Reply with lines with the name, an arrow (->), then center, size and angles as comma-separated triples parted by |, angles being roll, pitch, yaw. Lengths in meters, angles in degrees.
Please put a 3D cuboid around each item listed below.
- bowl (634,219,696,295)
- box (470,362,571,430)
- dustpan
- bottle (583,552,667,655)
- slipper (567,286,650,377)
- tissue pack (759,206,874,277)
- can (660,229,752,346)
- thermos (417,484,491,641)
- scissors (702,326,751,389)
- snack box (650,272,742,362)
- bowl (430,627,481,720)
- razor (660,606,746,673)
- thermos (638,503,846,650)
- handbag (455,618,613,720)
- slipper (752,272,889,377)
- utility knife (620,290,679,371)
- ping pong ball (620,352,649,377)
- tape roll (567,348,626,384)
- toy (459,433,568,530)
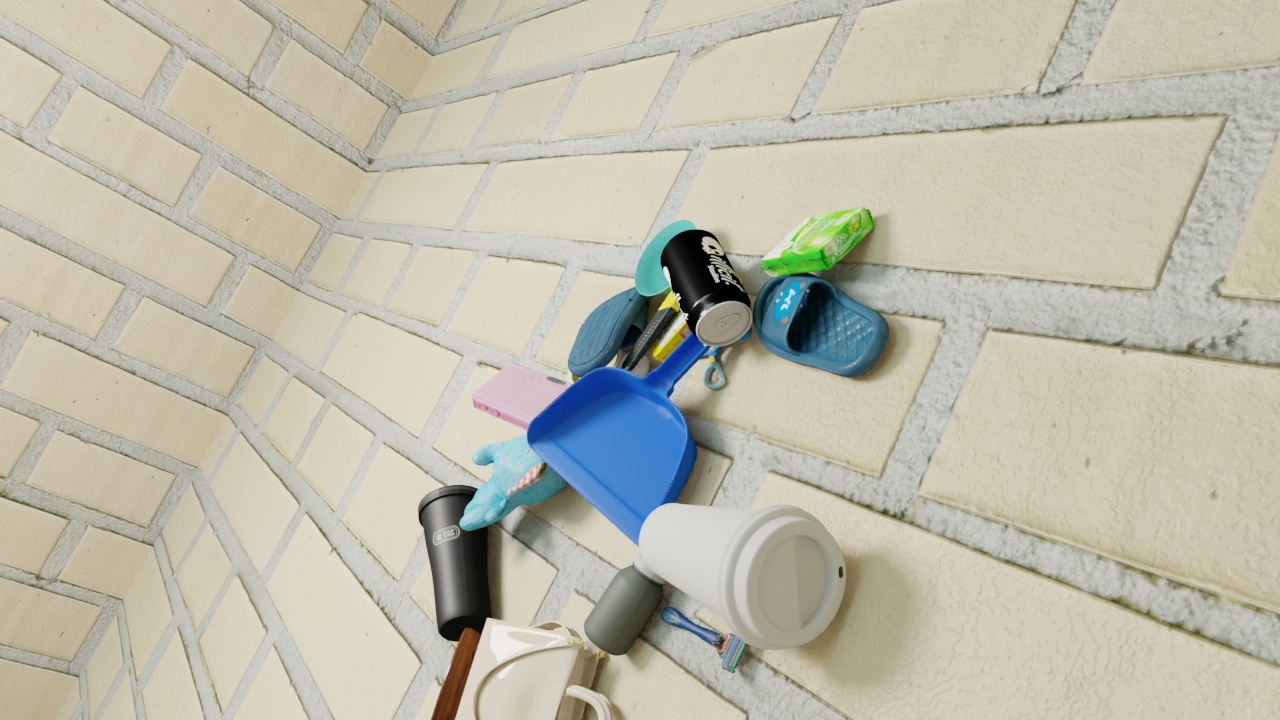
bowl -> 0.050, -0.133, 1.289 | 0.121, 0.046, 0.121 | -33, 40, 33
box -> -0.132, 0.067, 1.288 | 0.233, 0.041, 0.098 | 17, 48, 37
dustpan -> 0.009, 0.064, 1.136 | 0.257, 0.059, 0.245 | -45, 51, -11
bottle -> -0.013, 0.273, 1.030 | 0.108, 0.060, 0.060 | -56, 33, 3
slipper -> -0.041, -0.038, 1.293 | 0.104, 0.059, 0.213 | -18, 27, 32
tissue pack -> 0.204, -0.136, 1.066 | 0.113, 0.034, 0.100 | -43, 23, -30
can -> 0.080, -0.092, 1.129 | 0.080, 0.080, 0.146 | -43, 43, 22
thermos -> -0.260, 0.287, 1.315 | 0.106, 0.105, 0.218 | -42, 41, 24
scissors -> 0.094, -0.008, 1.164 | 0.126, 0.016, 0.125 | -18, 47, 50
snack box -> 0.068, -0.069, 1.226 | 0.152, 0.025, 0.075 | -48, 27, 15
bowl -> -0.210, 0.417, 1.148 | 0.147, 0.069, 0.147 | -173, 101, -89
razor -> 0.065, 0.283, 0.957 | 0.141, 0.018, 0.043 | 7, 67, 59
thermos -> 0.087, 0.198, 0.912 | 0.222, 0.131, 0.131 | 1, 64, 61
handbag -> -0.110, 0.397, 1.040 | 0.198, 0.101, 0.194 | -4, 60, 38
slipper -> 0.189, -0.043, 1.023 | 0.104, 0.059, 0.214 | -58, 34, 5
utility knife -> 0.015, -0.036, 1.223 | 0.198, 0.020, 0.029 | -53, 25, 3
ping pong ball -> -0.007, 0.007, 1.256 | 0.040, 0.040, 0.040 | -33, 40, 33
tape roll -> -0.062, 0.011, 1.323 | 0.094, 0.019, 0.093 | -24, 39, 21
toy -> -0.185, 0.162, 1.280 | 0.181, 0.115, 0.183 | -34, 10, 7
